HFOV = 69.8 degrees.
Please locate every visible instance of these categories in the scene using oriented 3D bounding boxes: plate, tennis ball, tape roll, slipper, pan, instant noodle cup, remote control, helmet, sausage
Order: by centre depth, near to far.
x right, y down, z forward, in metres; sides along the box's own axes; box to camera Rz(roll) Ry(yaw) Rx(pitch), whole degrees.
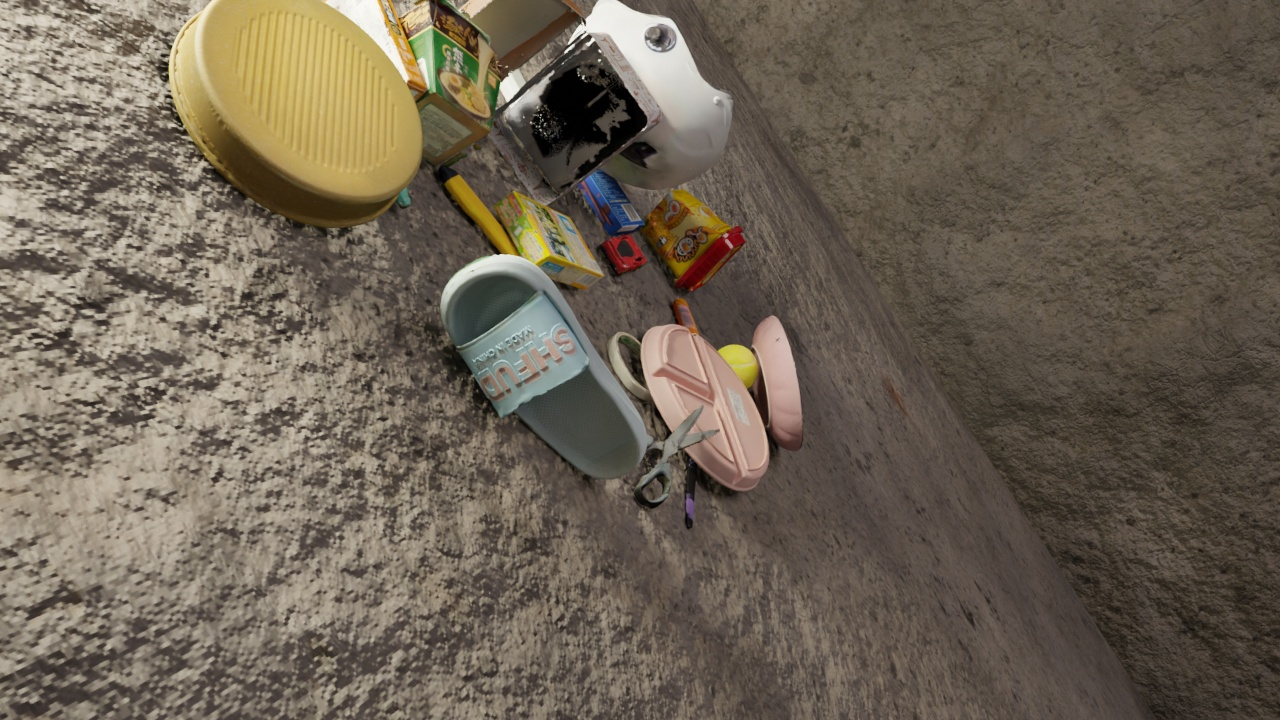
[{"bbox_3d":[-0.280,-0.265,0.768,0.197,0.078,0.356,22,53,-42],"label":"pan"},{"bbox_3d":[-0.082,0.021,0.781,0.245,0.104,0.074,52,24,-26],"label":"slipper"},{"bbox_3d":[-0.006,0.006,1.055,0.086,0.014,0.085,43,26,-28],"label":"tape roll"},{"bbox_3d":[0.085,0.050,1.112,0.229,0.028,0.229,41,28,-28],"label":"plate"},{"bbox_3d":[-0.018,-0.325,1.194,0.258,0.145,0.229,47,-16,-4],"label":"helmet"},{"bbox_3d":[-0.156,-0.340,1.198,0.049,0.024,0.125,-1,61,-63],"label":"remote control"},{"bbox_3d":[0.072,-0.023,1.240,0.021,0.021,0.165,28,36,-49],"label":"sausage"},{"bbox_3d":[0.127,0.011,1.248,0.065,0.066,0.065,44,26,-28],"label":"tennis ball"},{"bbox_3d":[0.185,0.034,1.284,0.192,0.039,0.192,166,-86,-88],"label":"plate"},{"bbox_3d":[0.072,-0.182,1.348,0.123,0.116,0.115,47,22,5],"label":"instant noodle cup"}]

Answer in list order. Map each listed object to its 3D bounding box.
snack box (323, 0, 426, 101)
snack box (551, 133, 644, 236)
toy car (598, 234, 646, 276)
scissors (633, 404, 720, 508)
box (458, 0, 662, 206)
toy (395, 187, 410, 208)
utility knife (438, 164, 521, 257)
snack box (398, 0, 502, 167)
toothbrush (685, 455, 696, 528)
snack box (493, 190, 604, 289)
[{"bbox_3d":[-0.257,-0.293,0.866,0.026,0.075,0.153,10,50,-58],"label":"snack box"},{"bbox_3d":[-0.059,-0.244,1.261,0.157,0.026,0.084,57,23,2],"label":"snack box"},{"bbox_3d":[-0.019,-0.142,1.204,0.049,0.031,0.106,58,21,0],"label":"toy car"},{"bbox_3d":[0.030,0.094,0.962,0.164,0.014,0.164,25,46,-33],"label":"scissors"},{"bbox_3d":[-0.114,-0.313,1.045,0.269,0.180,0.136,40,28,-37],"label":"box"},{"bbox_3d":[-0.238,-0.181,0.818,0.091,0.030,0.096,8,55,-57],"label":"toy"},{"bbox_3d":[-0.135,-0.109,0.946,0.223,0.015,0.033,52,22,-10],"label":"utility knife"},{"bbox_3d":[-0.205,-0.267,0.905,0.117,0.118,0.105,27,47,-50],"label":"snack box"},{"bbox_3d":[0.060,0.120,1.036,0.014,0.017,0.188,37,30,-19],"label":"toothbrush"},{"bbox_3d":[-0.097,-0.129,1.004,0.087,0.034,0.140,60,14,14],"label":"snack box"}]
